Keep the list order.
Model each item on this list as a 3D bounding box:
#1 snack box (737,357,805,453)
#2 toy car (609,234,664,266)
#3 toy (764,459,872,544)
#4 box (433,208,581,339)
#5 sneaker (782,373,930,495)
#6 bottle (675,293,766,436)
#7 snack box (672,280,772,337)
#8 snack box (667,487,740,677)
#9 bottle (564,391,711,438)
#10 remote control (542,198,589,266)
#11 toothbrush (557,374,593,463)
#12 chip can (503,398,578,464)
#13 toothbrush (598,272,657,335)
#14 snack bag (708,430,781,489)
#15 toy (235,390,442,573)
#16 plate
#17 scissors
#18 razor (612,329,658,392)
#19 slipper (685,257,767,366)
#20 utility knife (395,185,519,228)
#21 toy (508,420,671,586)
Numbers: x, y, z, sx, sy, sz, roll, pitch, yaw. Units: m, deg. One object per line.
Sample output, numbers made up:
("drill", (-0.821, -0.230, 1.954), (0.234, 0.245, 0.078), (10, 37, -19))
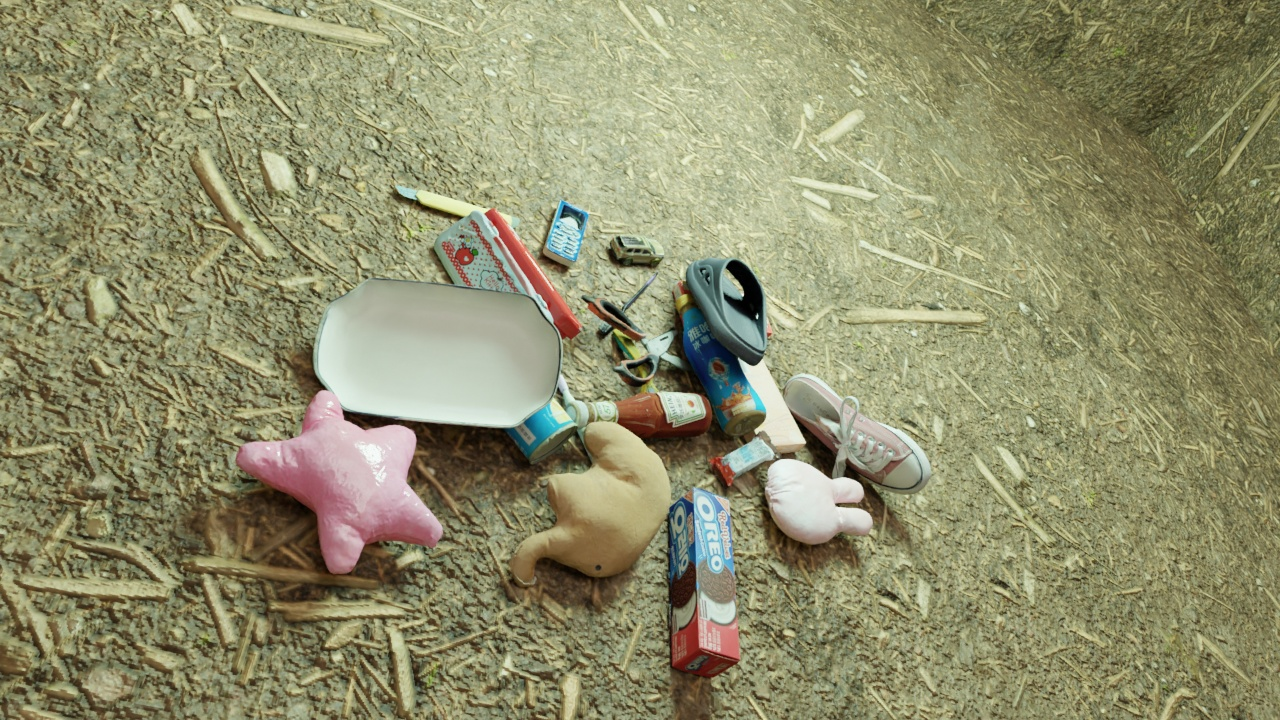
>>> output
("snack box", (0.165, 0.060, 1.296), (0.084, 0.026, 0.157), (0, 54, -35))
("toy car", (-0.002, -0.167, 1.378), (0.090, 0.035, 0.042), (0, 55, -38))
("toy", (0.233, 0.188, 1.208), (0.159, 0.054, 0.121), (12, 49, -23))
("box", (-0.172, -0.095, 1.188), (0.201, 0.100, 0.094), (55, 3, 20))
("sneaker", (0.297, 0.110, 1.288), (0.241, 0.118, 0.087), (39, 23, 9))
("bottle", (0.103, 0.000, 1.264), (0.065, 0.065, 0.218), (1, 52, -35))
("snack box", (0.125, -0.074, 1.391), (0.152, 0.026, 0.075), (9, 49, -30))
("snack box", (0.069, 0.246, 1.038), (0.057, 0.058, 0.207), (22, 43, -22))
("bottle", (-0.002, 0.067, 1.137), (0.205, 0.060, 0.059), (3, 52, -39))
("remote control", (-0.108, -0.184, 1.324), (0.049, 0.024, 0.124), (25, 44, -15))
("toothbrush", (-0.077, 0.064, 1.126), (0.020, 0.029, 0.189), (-25, 64, 0))
("chip can", (-0.164, 0.019, 1.065), (0.210, 0.071, 0.071), (49, 42, 11))
("toothbrush", (-0.015, -0.085, 1.311), (0.017, 0.014, 0.188), (29, 40, 8))
("snack bag", (0.137, 0.128, 1.201), (0.105, 0.026, 0.045), (-25, 66, -29))
("toy", (-0.272, 0.116, 0.899), (0.194, 0.075, 0.178), (45, 39, 3))
("plate", (-0.219, -0.005, 1.009), (0.265, 0.034, 0.161), (5, 70, -5))
("scissors", (0.008, -0.016, 1.225), (0.225, 0.015, 0.188), (32, 30, -27))
("razor", (-0.007, 0.007, 1.225), (0.043, 0.028, 0.132), (-4, 54, -34))
("slipper", (0.137, -0.086, 1.278), (0.110, 0.083, 0.267), (34, 20, -20))
("utility knife", (-0.246, -0.210, 1.252), (0.178, 0.019, 0.031), (17, 41, -31))
("toy", (-0.047, 0.172, 1.008), (0.143, 0.083, 0.225), (42, 50, -6))
